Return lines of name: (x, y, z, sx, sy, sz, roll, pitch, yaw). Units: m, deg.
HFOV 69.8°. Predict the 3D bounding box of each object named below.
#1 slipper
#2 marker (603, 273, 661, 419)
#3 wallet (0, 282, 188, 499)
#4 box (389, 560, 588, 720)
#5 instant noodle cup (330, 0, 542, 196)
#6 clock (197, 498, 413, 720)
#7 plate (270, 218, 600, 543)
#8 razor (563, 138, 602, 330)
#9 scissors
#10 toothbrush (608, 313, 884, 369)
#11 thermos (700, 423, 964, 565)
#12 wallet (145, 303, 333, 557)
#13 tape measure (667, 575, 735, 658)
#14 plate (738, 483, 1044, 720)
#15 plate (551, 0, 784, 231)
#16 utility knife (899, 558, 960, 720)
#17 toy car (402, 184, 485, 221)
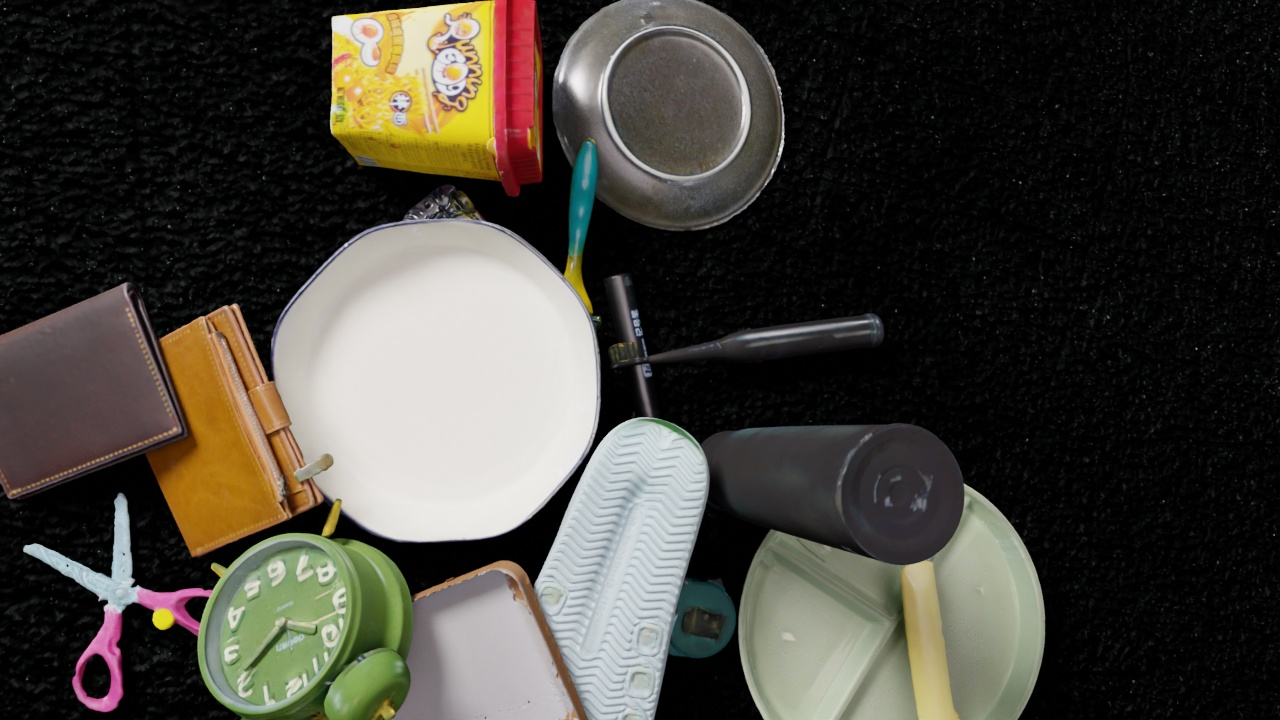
slipper: (-0.021, 0.152, 0.605, 0.104, 0.074, 0.245, 18, 99, 1)
marker: (-0.004, 0.004, 0.651, 0.022, 0.020, 0.132, -12, 90, 14)
wallet: (-0.337, 0.020, 0.542, 0.122, 0.020, 0.096, -20, 93, 8)
box: (-0.108, 0.273, 0.543, 0.179, 0.133, 0.271, -24, 63, 7)
instant noodle cup: (-0.127, -0.171, 0.590, 0.123, 0.116, 0.116, 0, 87, -2)
clock: (-0.192, 0.170, 0.527, 0.116, 0.056, 0.161, -28, 59, 5)
plate: (-0.127, 0.013, 0.587, 0.205, 0.045, 0.205, 0, 97, -4)
razor: (-0.043, -0.088, 0.641, 0.043, 0.028, 0.132, 6, 89, -7)
scissors: (-0.320, 0.152, 0.564, 0.133, 0.017, 0.131, 29, 82, -6)
toothbrush: (0.078, -0.012, 0.660, 0.212, 0.026, 0.027, -6, 81, -19)
thermos: (0.106, 0.071, 0.558, 0.090, 0.243, 0.068, -2, 87, -14)
wallet: (-0.253, 0.043, 0.551, 0.119, 0.035, 0.130, -22, 91, 20)
tape measure: (0.040, 0.181, 0.646, 0.054, 0.025, 0.058, 9, 85, -13)
plate: (0.181, 0.191, 0.668, 0.230, 0.027, 0.230, 0, 87, -7)
plate: (0.025, -0.184, 0.668, 0.179, 0.024, 0.179, 1, 86, -14)
utility knife: (0.202, 0.186, 0.647, 0.031, 0.021, 0.208, -7, 94, -8)
toy car: (-0.112, -0.067, 0.621, 0.049, 0.031, 0.106, -44, 97, -9)
